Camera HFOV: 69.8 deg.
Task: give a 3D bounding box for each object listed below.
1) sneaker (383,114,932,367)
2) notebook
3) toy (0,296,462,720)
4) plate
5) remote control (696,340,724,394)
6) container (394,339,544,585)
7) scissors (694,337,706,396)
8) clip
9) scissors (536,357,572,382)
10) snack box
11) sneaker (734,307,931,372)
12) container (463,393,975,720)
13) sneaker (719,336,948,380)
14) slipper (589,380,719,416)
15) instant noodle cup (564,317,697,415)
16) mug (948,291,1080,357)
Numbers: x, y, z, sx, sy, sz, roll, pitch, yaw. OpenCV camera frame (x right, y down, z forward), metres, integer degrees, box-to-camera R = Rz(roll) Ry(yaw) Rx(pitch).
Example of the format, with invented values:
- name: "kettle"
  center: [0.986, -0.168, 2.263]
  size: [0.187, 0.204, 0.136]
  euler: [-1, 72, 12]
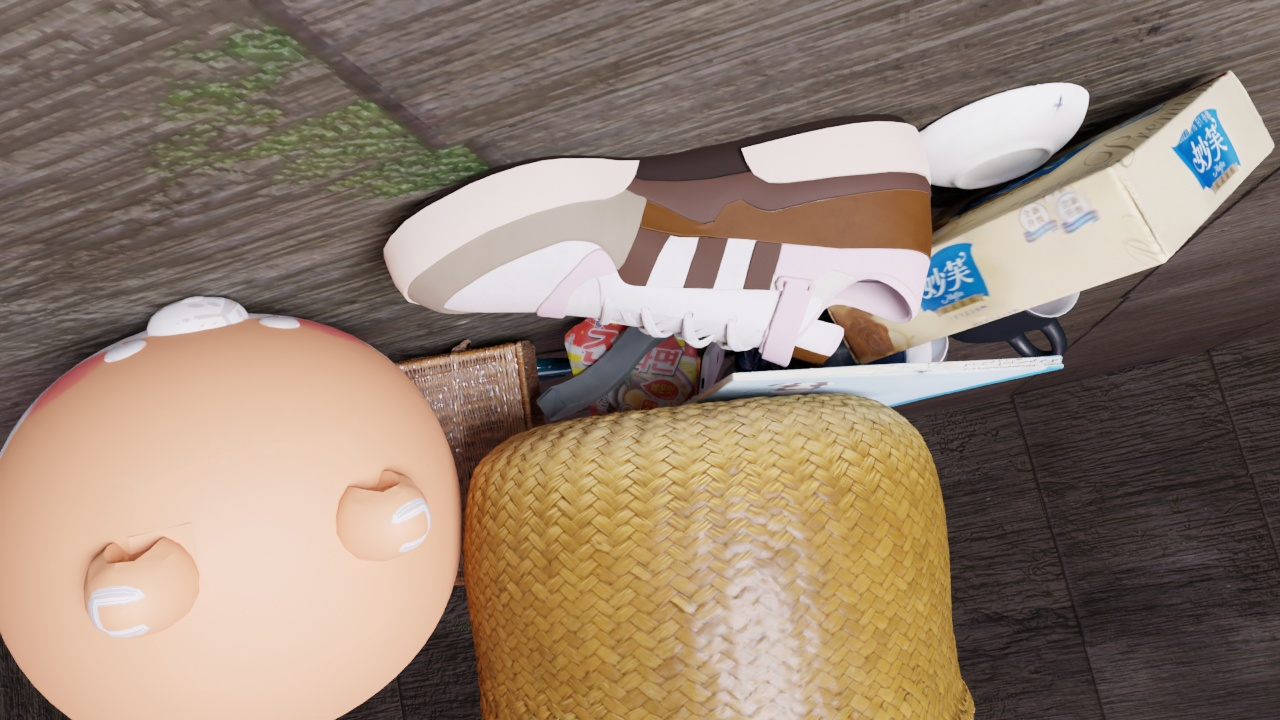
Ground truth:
- name: "sneaker"
  center: [0.018, -0.042, 0.490]
  size: [0.293, 0.116, 0.112]
  euler: [-10, 169, -10]
- name: "notebook"
  center: [0.126, 0.021, 0.602]
  size: [0.181, 0.009, 0.253]
  euler: [-3, 173, -5]
- name: "toy"
  center: [-0.233, 0.094, 0.542]
  size: [0.262, 0.266, 0.281]
  euler: [-14, -174, -28]
- name: "plate"
  center: [0.204, -0.121, 0.525]
  size: [0.104, 0.026, 0.104]
  euler: [-11, 169, -2]
- name: "remote control"
  center: [0.063, -0.002, 0.799]
  size: [0.008, 0.045, 0.146]
  euler: [8, -163, 9]
- name: "container"
  center: [-0.133, 0.083, 0.754]
  size: [0.113, 0.198, 0.114]
  euler: [-7, 180, -1]
- name: "scissors"
  center: [0.051, 0.001, 0.819]
  size: [0.011, 0.125, 0.131]
  euler: [-12, 131, 12]
- name: "clip"
  center: [-0.017, -0.033, 0.654]
  size: [0.168, 0.031, 0.164]
  euler: [-37, 156, -5]
- name: "scissors"
  center: [-0.116, 0.010, 0.869]
  size: [0.151, 0.019, 0.119]
  euler: [-8, 172, 6]
- name: "snack box"
  center: [0.229, -0.077, 0.542]
  size: [0.153, 0.055, 0.208]
  euler: [-34, -175, -32]
- name: "sneaker"
  center: [0.120, 0.001, 0.805]
  size: [0.127, 0.120, 0.295]
  euler: [-16, 179, -15]
- name: "container"
  center: [0.038, 0.127, 0.562]
  size: [0.307, 0.196, 0.307]
  euler: [-6, 175, -1]
- name: "sneaker"
  center: [0.197, -0.005, 0.977]
  size: [0.257, 0.093, 0.160]
  euler: [-13, 161, 13]
- name: "slipper"
  center: [0.056, 0.062, 0.906]
  size: [0.248, 0.103, 0.059]
  euler: [2, 120, -38]
- name: "instant noodle cup"
  center: [-0.004, 0.004, 0.781]
  size: [0.100, 0.100, 0.112]
  euler: [-12, 176, -1]
- name: "mug"
  center: [0.307, -0.048, 0.762]
  size: [0.085, 0.121, 0.095]
  euler: [-39, -178, -25]
